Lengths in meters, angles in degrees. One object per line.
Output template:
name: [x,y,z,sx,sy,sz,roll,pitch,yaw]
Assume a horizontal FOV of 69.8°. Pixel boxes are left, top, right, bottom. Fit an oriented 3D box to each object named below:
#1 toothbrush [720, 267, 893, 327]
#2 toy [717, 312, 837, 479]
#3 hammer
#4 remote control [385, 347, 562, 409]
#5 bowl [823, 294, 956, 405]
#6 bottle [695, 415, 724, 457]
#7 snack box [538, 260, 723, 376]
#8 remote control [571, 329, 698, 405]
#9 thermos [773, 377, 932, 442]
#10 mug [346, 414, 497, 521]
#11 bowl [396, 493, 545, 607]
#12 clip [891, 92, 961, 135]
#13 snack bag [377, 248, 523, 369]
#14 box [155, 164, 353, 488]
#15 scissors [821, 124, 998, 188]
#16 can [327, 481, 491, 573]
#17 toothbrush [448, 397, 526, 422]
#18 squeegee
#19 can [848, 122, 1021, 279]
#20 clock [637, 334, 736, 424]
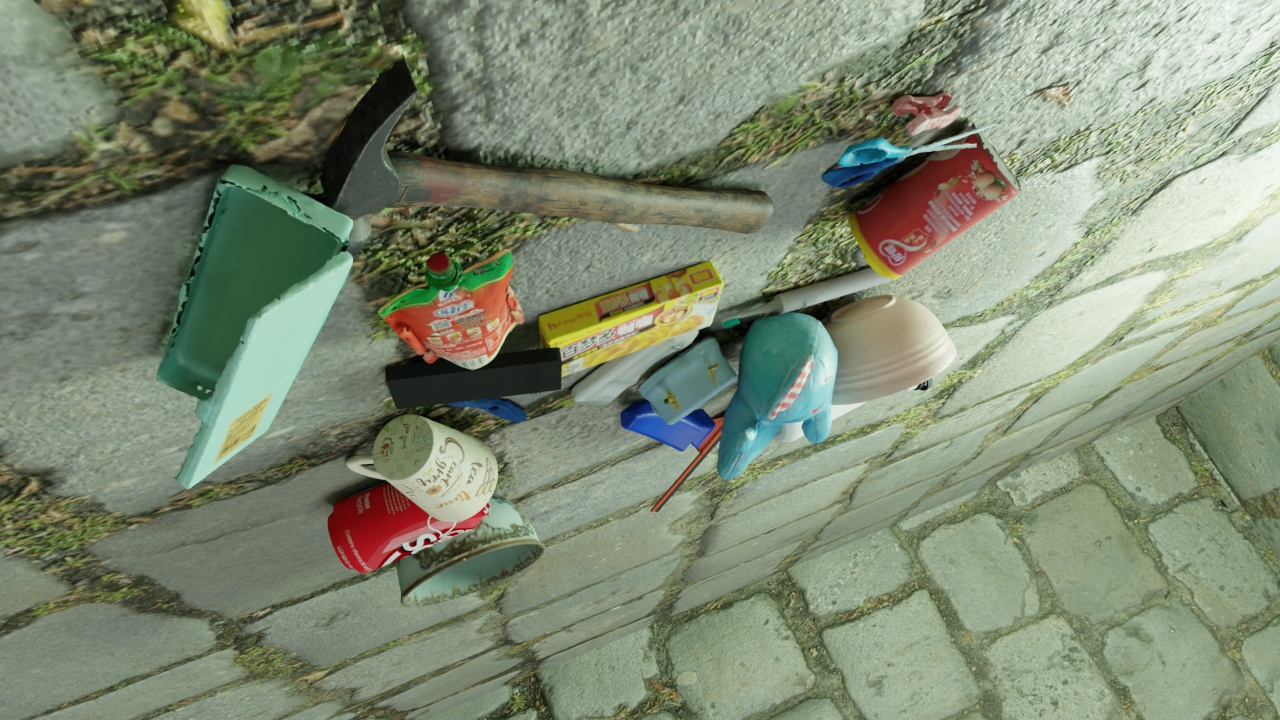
toothbrush: [0.160,-0.061,0.872,0.187,0.019,0.018,-17,164,-18]
toy: [0.134,0.042,0.891,0.183,0.115,0.181,-67,-179,-72]
hammer: [-0.028,-0.106,0.565,0.329,0.033,0.120,-4,150,-42]
remote control: [-0.129,0.014,0.722,0.133,0.013,0.058,-6,155,-9]
bowl: [0.238,-0.021,0.939,0.153,0.076,0.153,-22,-168,5]
bottle: [0.117,0.081,1.128,0.110,0.042,0.042,-30,158,17]
snack box: [-0.009,-0.032,0.758,0.152,0.025,0.075,-19,157,-13]
remote control: [-0.005,0.005,0.851,0.134,0.022,0.050,-37,155,28]
thermos: [0.242,0.033,1.061,0.229,0.068,0.101,-24,127,-21]
mug: [-0.202,0.091,0.808,0.122,0.081,0.097,-2,157,19]
bowl: [-0.192,0.189,0.986,0.159,0.094,0.160,-21,158,-9]
clip: [0.205,-0.172,0.647,0.060,0.043,0.023,5,150,-27]
snack bag: [-0.117,-0.034,0.586,0.087,0.044,0.155,-24,168,-8]
box: [-0.219,-0.002,0.490,0.077,0.091,0.189,27,135,-20]
scissors: [0.189,-0.150,0.671,0.130,0.014,0.117,-12,175,-19]
can: [-0.223,0.148,0.886,0.142,0.074,0.074,-22,158,-5]
toothbrush: [-0.135,0.040,0.812,0.021,0.016,0.132,-29,160,13]
squeegee: [0.036,0.069,0.998,0.250,0.055,0.184,-51,150,17]
can: [0.235,-0.125,0.738,0.125,0.066,0.066,-37,155,30]
clock: [0.047,0.021,0.884,0.089,0.051,0.124,-36,175,0]
